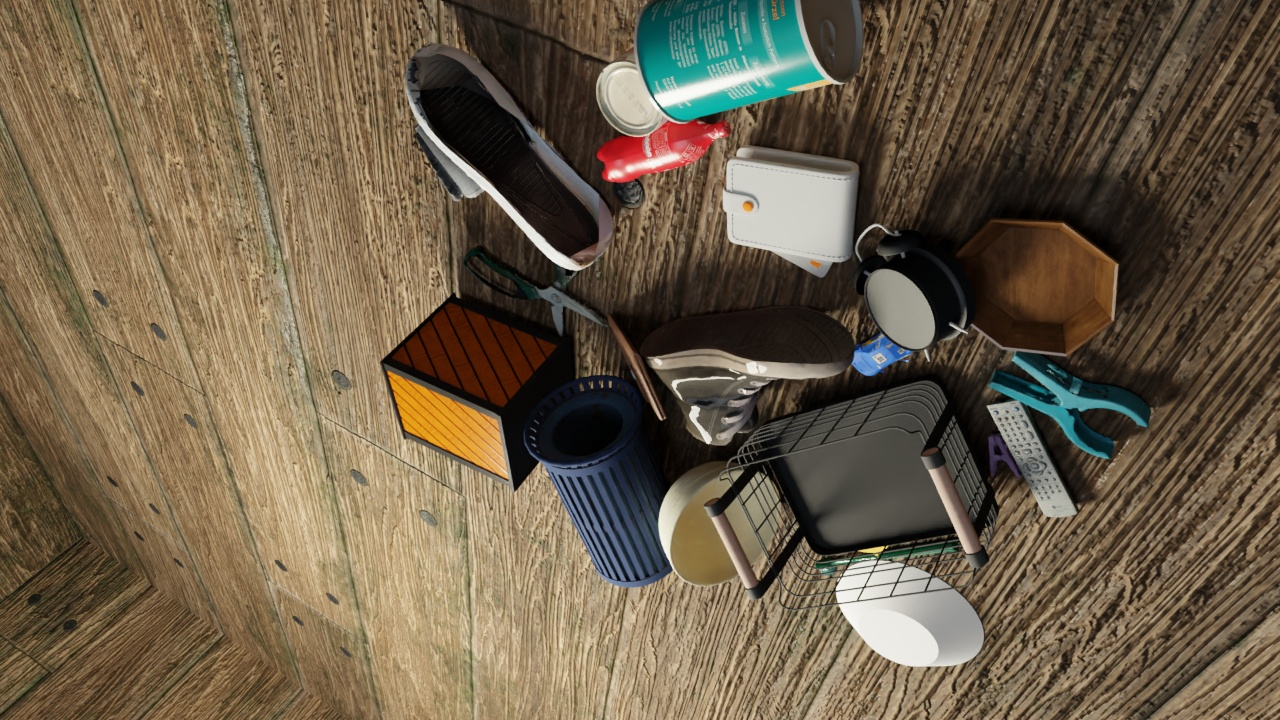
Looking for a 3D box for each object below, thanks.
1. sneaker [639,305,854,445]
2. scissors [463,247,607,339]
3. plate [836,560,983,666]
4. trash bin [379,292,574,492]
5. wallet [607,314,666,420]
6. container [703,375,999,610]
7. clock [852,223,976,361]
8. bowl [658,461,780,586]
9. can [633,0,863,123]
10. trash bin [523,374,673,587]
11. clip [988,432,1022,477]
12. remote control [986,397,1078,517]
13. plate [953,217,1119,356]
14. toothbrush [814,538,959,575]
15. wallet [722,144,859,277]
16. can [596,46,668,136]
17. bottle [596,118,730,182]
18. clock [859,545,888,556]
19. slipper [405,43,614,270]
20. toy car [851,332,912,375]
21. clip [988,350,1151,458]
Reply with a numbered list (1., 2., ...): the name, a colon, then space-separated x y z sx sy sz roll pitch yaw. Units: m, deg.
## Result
1. sneaker: 0.117 0.020 0.918 0.235 0.095 0.120 -6 124 38
2. scissors: -0.116 -0.111 1.037 0.202 0.015 0.206 29 137 12
3. plate: 0.305 0.310 1.070 0.174 0.036 0.174 21 136 22
4. trash bin: -0.192 0.037 1.121 0.172 0.139 0.140 22 140 21
5. wallet: -0.006 0.006 0.999 0.087 0.013 0.121 66 176 -27
6. container: 0.205 0.133 0.876 0.242 0.130 0.163 -20 100 36
7. clock: 0.225 -0.062 0.778 0.120 0.042 0.091 56 158 10
8. bowl: 0.080 0.177 1.062 0.075 0.150 0.151 38 151 54
9. can: 0.082 -0.246 0.701 0.144 0.099 0.099 -3 123 39
10. trash bin: -0.031 0.154 1.100 0.139 0.139 0.250 9 137 32
11. clip: 0.340 0.090 0.869 0.029 0.013 0.050 -9 117 40
12. remote control: 0.364 0.091 0.849 0.033 0.013 0.136 -17 114 45
13. plate: 0.317 -0.063 0.739 0.131 0.025 0.131 21 136 22
14. toothbrush: 0.273 0.223 1.033 0.190 0.016 0.017 -24 107 47
15. wallet: 0.132 -0.127 0.817 0.118 0.037 0.115 14 133 23
16. can: 0.009 -0.236 0.782 0.067 0.076 0.067 21 135 22
17. bottle: 0.021 -0.195 0.836 0.142 0.041 0.042 -6 121 40
18. clock: 0.235 0.163 0.993 0.099 0.043 0.130 19 142 23
19. slipper: -0.139 -0.194 0.916 0.264 0.111 0.063 44 146 -10
20. toy car: 0.221 0.000 0.841 0.033 0.061 0.092 45 139 -5
21. clip: 0.375 0.025 0.775 0.130 0.030 0.120 43 144 -4
